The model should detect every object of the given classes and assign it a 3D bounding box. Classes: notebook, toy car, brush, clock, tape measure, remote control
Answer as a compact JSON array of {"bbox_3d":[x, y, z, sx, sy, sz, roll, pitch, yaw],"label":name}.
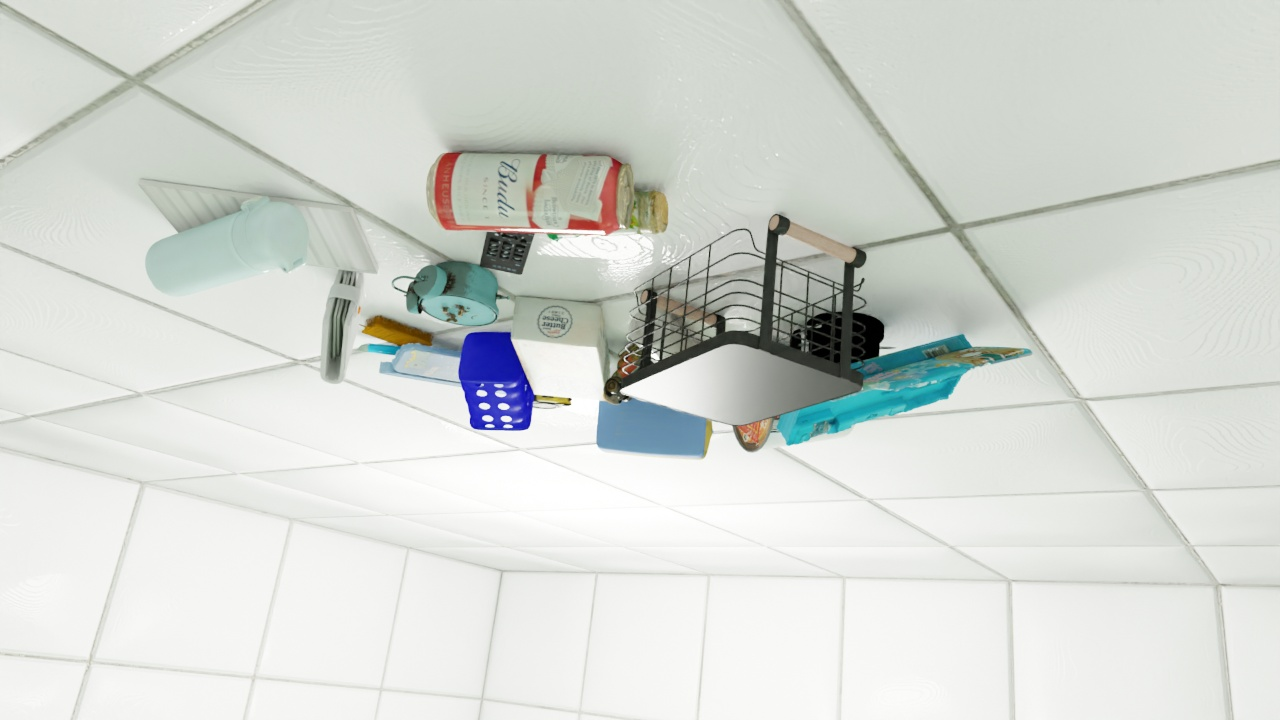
[{"bbox_3d":[-0.396,-0.138,0.973,0.210,0.009,0.143,7,159,-2],"label":"notebook"},{"bbox_3d":[-0.007,0.007,1.175,0.112,0.047,0.047,-41,145,8],"label":"toy car"},{"bbox_3d":[-0.337,-0.042,1.203,0.126,0.017,0.048,23,155,-37],"label":"brush"},{"bbox_3d":[0.220,-0.021,1.046,0.120,0.042,0.091,12,159,-15],"label":"clock"},{"bbox_3d":[-0.214,-0.075,1.023,0.124,0.053,0.090,17,157,-26],"label":"clock"},{"bbox_3d":[-0.145,0.051,1.370,0.062,0.038,0.067,12,164,-37],"label":"tape measure"},{"bbox_3d":[-0.127,-0.128,0.902,0.047,0.022,0.151,12,158,-12],"label":"remote control"}]

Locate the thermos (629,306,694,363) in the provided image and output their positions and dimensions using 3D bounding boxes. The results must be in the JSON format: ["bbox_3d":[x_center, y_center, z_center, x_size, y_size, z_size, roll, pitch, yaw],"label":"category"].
[{"bbox_3d":[0.053,0.004,1.138,0.052,0.052,0.224,-3,155,24],"label":"thermos"}]

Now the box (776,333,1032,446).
[{"bbox_3d":[0.274,0.020,0.991,0.226,0.071,0.182,-14,164,-18],"label":"box"}]

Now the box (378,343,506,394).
[{"bbox_3d":[-0.253,0.019,1.290,0.209,0.034,0.128,11,160,-31],"label":"box"}]

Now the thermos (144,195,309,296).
[{"bbox_3d":[-0.423,-0.113,0.941,0.207,0.065,0.078,-8,112,34],"label":"thermos"}]

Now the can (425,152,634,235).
[{"bbox_3d":[-0.093,-0.142,0.782,0.170,0.067,0.067,4,160,9],"label":"can"}]

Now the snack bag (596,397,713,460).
[{"bbox_3d":[0.028,0.094,1.359,0.159,0.102,0.205,4,173,8],"label":"snack bag"}]

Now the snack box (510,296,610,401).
[{"bbox_3d":[-0.096,-0.010,1.156,0.104,0.057,0.208,5,160,3],"label":"snack box"}]

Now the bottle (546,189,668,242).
[{"bbox_3d":[-0.031,-0.131,0.828,0.111,0.043,0.043,0,159,16],"label":"bottle"}]

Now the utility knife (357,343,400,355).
[{"bbox_3d":[-0.307,-0.010,1.287,0.174,0.015,0.031,8,162,-10],"label":"utility knife"}]

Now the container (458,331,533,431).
[{"bbox_3d":[-0.189,0.027,1.209,0.084,0.085,0.114,1,143,1],"label":"container"}]

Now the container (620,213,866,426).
[{"bbox_3d":[0.101,-0.031,0.928,0.162,0.130,0.242,17,157,-27],"label":"container"}]

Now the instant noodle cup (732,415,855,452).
[{"bbox_3d":[0.188,0.050,1.104,0.121,0.123,0.124,2,162,-18],"label":"instant noodle cup"}]

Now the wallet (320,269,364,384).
[{"bbox_3d":[-0.348,-0.052,1.080,0.037,0.115,0.119,11,138,-13],"label":"wallet"}]
